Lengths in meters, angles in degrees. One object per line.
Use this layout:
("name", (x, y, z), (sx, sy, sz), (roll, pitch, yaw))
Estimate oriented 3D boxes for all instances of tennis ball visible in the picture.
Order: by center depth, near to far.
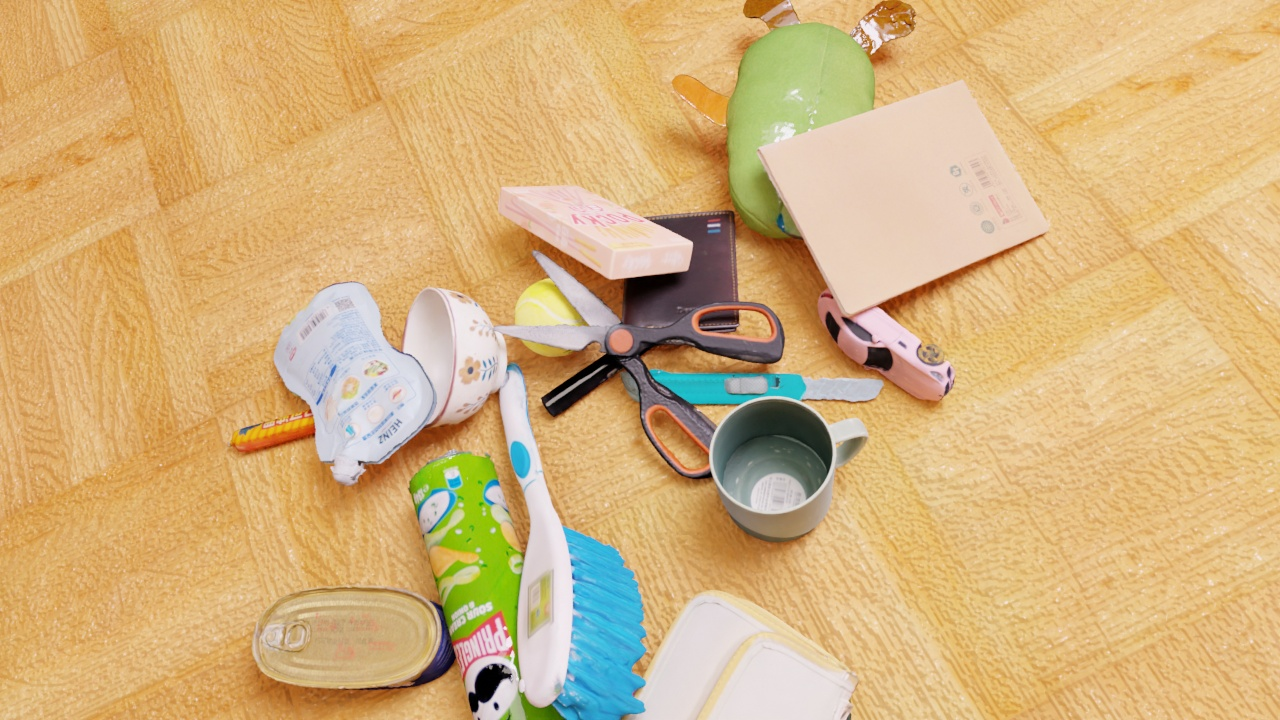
("tennis ball", (-0.071, -0.035, 0.759), (0.065, 0.065, 0.065), (-4, 67, 9))

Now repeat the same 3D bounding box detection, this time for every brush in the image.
("brush", (-0.061, 0.122, 0.678), (0.061, 0.109, 0.313), (-44, 29, 24))

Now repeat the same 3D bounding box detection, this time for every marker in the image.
("marker", (-0.025, 0.001, 0.759), (0.132, 0.020, 0.022), (-35, 85, -5))

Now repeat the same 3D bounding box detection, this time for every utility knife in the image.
("utility knife", (0.086, 0.021, 0.732), (0.209, 0.013, 0.029), (0, 85, 11))

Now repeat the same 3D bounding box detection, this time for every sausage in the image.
("sausage", (-0.278, 0.051, 0.786), (0.165, 0.021, 0.021), (-16, 65, 4))

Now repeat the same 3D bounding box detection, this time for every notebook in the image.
("notebook", (0.210, -0.133, 0.722), (0.207, 0.008, 0.147), (-22, 80, -19))

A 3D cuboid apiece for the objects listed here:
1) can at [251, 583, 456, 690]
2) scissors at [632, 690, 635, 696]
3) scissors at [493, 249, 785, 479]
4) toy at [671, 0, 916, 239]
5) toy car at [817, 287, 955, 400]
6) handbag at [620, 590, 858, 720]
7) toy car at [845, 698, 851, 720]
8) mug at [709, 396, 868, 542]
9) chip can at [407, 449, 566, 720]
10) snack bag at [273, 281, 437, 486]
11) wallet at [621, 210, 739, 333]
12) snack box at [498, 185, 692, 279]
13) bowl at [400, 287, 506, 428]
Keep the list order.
("can", (-0.212, 0.210, 0.691), (0.148, 0.049, 0.074), (-4, 66, 9))
("scissors", (-0.041, 0.234, 0.667), (0.133, 0.017, 0.128), (-11, 68, 10))
("scissors", (0.008, -0.009, 0.719), (0.222, 0.021, 0.221), (-26, 86, 1))
("toy", (0.137, -0.210, 0.780), (0.227, 0.090, 0.246), (16, 74, 2))
("toy car", (0.185, -0.012, 0.705), (0.037, 0.056, 0.122), (-43, 66, -13))
("handbag", (0.074, 0.253, 0.579), (0.179, 0.063, 0.163), (27, 83, 29))
("toy car", (0.121, 0.255, 0.614), (0.043, 0.036, 0.091), (-4, 69, 11))
("mug", (0.108, 0.076, 0.654), (0.112, 0.106, 0.082), (-24, 64, 0))
("chip can", (-0.108, 0.181, 0.664), (0.072, 0.072, 0.235), (-24, 62, 0))
("snack bag", (-0.239, 0.015, 0.758), (0.110, 0.039, 0.191), (-40, 52, -5))
("wallet", (0.033, -0.072, 0.768), (0.096, 0.020, 0.122), (-5, 57, 10))
("snack box", (-0.040, -0.109, 0.755), (0.084, 0.026, 0.157), (-11, 32, -41))
("bowl", (-0.149, -0.001, 0.751), (0.062, 0.114, 0.113), (2, 59, -36))
